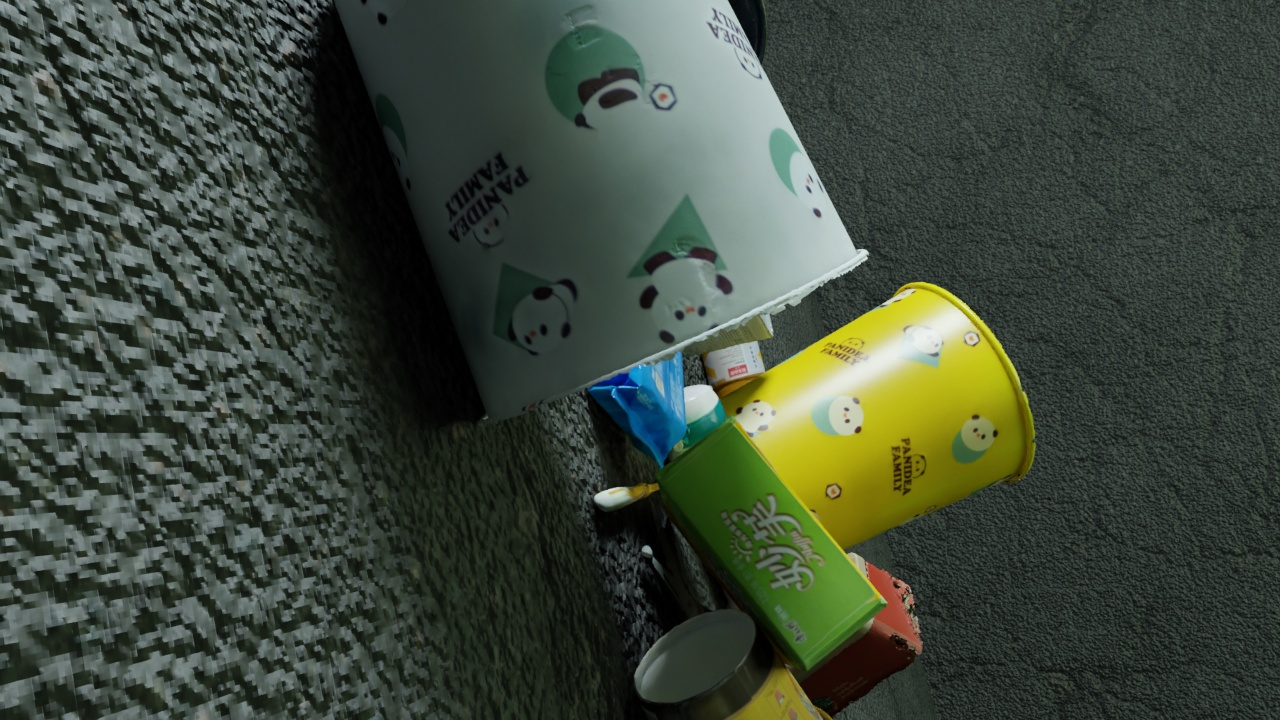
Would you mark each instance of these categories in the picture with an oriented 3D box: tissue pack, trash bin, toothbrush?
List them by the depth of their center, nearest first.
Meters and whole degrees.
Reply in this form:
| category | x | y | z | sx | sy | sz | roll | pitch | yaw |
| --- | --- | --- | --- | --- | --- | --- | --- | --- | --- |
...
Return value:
| category | x | y | z | sx | sy | sz | roll | pitch | yaw |
| --- | --- | --- | --- | --- | --- | --- | --- | --- | --- |
| trash bin | -0.031 | -0.125 | 0.498 | 0.252 | 0.230 | 0.229 | 67 | 17 | -4 |
| toothbrush | 0.002 | 0.100 | 0.718 | 0.016 | 0.018 | 0.191 | 49 | 12 | 14 |
| tissue pack | -0.004 | 0.004 | 0.735 | 0.156 | 0.052 | 0.095 | -91 | 155 | -44 |
| trash bin | 0.218 | 0.076 | 0.932 | 0.229 | 0.255 | 0.230 | 61 | -10 | 19 |

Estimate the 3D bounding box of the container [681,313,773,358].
| category | x | y | z | sx | sy | sz | roll | pitch | yaw |
| --- | --- | --- | --- | --- | --- | --- | --- | --- | --- |
| container | 0.057 | -0.059 | 0.886 | 0.090 | 0.114 | 0.090 | 48 | 30 | -55 |

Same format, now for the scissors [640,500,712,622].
| category | x | y | z | sx | sy | sz | roll | pitch | yaw |
| --- | --- | --- | --- | --- | --- | --- | --- | --- | --- |
| scissors | 0.046 | 0.221 | 0.749 | 0.189 | 0.015 | 0.226 | 27 | 49 | -68 |

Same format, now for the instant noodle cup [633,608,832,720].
| category | x | y | z | sx | sy | sz | roll | pitch | yaw |
| --- | --- | --- | --- | --- | --- | --- | --- | --- | --- |
| instant noodle cup | 0.062 | 0.242 | 0.616 | 0.114 | 0.119 | 0.118 | 60 | 19 | -13 |

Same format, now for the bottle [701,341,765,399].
| category | x | y | z | sx | sy | sz | roll | pitch | yaw |
| --- | --- | --- | --- | --- | --- | --- | --- | --- | --- |
| bottle | 0.113 | 0.019 | 1.075 | 0.068 | 0.068 | 0.189 | 20 | 55 | -70 |

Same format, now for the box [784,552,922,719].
| category | x | y | z | sx | sy | sz | roll | pitch | yaw |
| --- | --- | --- | --- | --- | --- | --- | --- | --- | --- |
| box | 0.168 | 0.258 | 0.814 | 0.080 | 0.169 | 0.091 | 33 | 31 | -15 |

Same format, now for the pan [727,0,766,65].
| category | x | y | z | sx | sy | sz | roll | pitch | yaw |
| --- | --- | --- | --- | --- | --- | --- | --- | --- | --- |
| pan | 0.015 | -0.377 | 0.830 | 0.078 | 0.198 | 0.358 | -83 | 170 | -70 |

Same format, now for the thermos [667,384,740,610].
| category | x | y | z | sx | sy | sz | roll | pitch | yaw |
| --- | --- | --- | --- | --- | --- | --- | --- | --- | --- |
| thermos | 0.074 | 0.128 | 0.848 | 0.073 | 0.073 | 0.224 | -66 | 136 | -66 |

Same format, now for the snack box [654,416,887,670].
| category | x | y | z | sx | sy | sz | roll | pitch | yaw |
| --- | --- | --- | --- | --- | --- | --- | --- | --- | --- |
| snack box | 0.088 | 0.141 | 0.678 | 0.157 | 0.070 | 0.210 | 51 | -7 | 16 |
